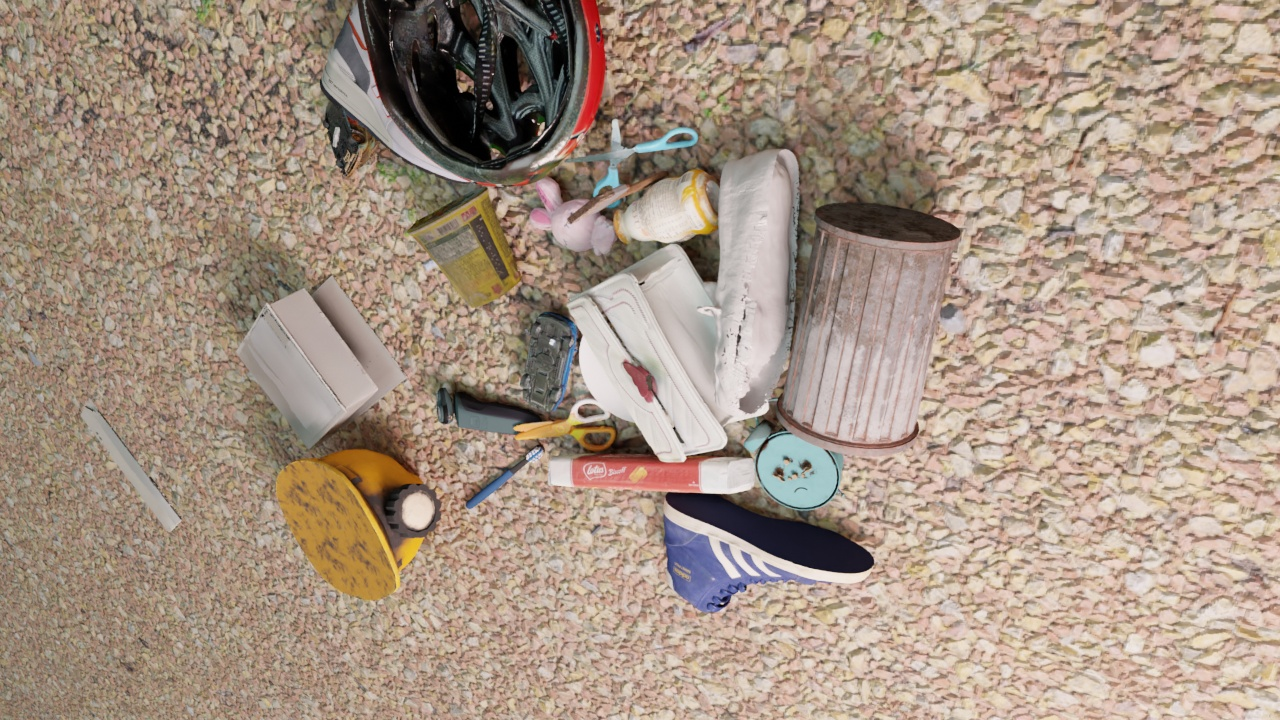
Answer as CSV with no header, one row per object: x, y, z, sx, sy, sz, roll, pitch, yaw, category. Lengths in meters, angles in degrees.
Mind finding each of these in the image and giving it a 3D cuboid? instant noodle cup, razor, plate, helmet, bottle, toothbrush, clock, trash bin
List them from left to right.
-0.352,0.194,1.201,0.256,0.131,0.205,-10,108,45,helmet
-0.185,-0.122,1.007,0.102,0.102,0.108,-16,112,32,instant noodle cup
-0.186,0.067,1.116,0.143,0.052,0.047,9,114,14,razor
-0.136,-0.291,0.852,0.218,0.166,0.272,-19,89,18,helmet
-0.174,0.150,1.161,0.014,0.014,0.168,45,125,-10,toothbrush
-0.006,0.006,1.011,0.135,0.011,0.135,11,116,24,plate
0.027,-0.145,0.896,0.109,0.063,0.063,-12,105,31,bottle
0.157,0.093,0.937,0.090,0.053,0.124,-20,101,32,clock
0.199,-0.022,0.820,0.131,0.130,0.211,16,116,21,trash bin

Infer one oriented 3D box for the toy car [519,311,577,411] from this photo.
-0.103,-0.001,1.039,0.056,0.043,0.120,24,122,17,toy car

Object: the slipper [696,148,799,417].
0.097,-0.071,0.847,0.075,0.112,0.247,4,91,48,slipper

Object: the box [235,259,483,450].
-0.361,-0.041,1.303,0.172,0.402,0.169,-34,94,35,box

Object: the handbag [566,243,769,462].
0.019,-0.001,0.922,0.142,0.096,0.198,-23,101,53,handbag

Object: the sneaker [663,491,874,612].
0.124,0.233,0.992,0.233,0.091,0.118,16,113,22,sneaker

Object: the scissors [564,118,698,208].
-0.007,-0.193,0.891,0.135,0.135,0.015,-15,71,-6,scissors

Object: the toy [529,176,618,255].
-0.074,-0.146,0.958,0.110,0.047,0.064,34,141,27,toy

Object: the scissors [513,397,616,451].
-0.093,0.074,1.070,0.130,0.013,0.070,-2,108,14,scissors

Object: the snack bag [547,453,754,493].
0.010,0.124,1.015,0.226,0.077,0.041,0,88,29,snack bag

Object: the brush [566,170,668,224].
-0.012,-0.160,0.862,0.045,0.142,0.008,-29,94,42,brush

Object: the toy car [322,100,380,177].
-0.326,-0.255,1.046,0.047,0.047,0.112,-44,58,34,toy car

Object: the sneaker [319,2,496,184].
-0.238,-0.290,0.958,0.240,0.088,0.124,34,126,15,sneaker
